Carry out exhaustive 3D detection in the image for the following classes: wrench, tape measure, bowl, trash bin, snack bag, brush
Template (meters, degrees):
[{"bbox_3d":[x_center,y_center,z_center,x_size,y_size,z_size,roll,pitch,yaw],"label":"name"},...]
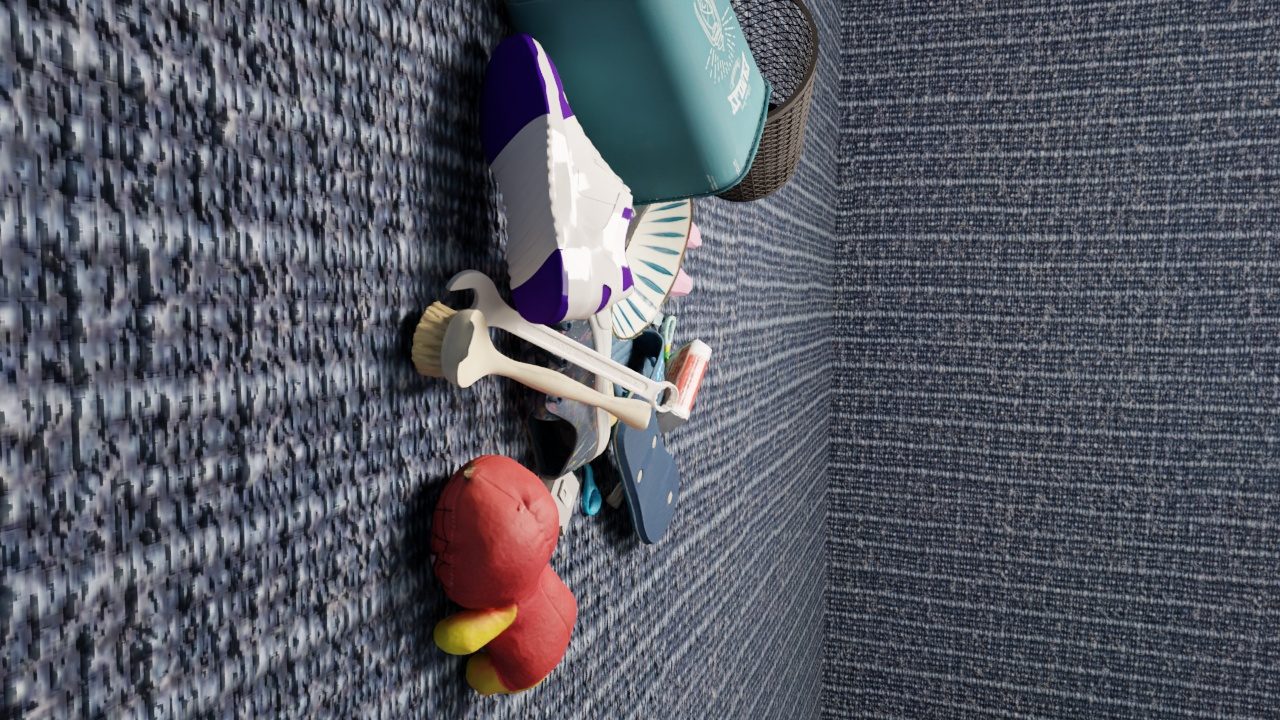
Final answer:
[{"bbox_3d":[-0.059,-0.008,0.808,0.273,0.009,0.047,28,93,-40],"label":"wrench"},{"bbox_3d":[-0.084,0.138,0.928,0.062,0.020,0.060,67,31,-50],"label":"tape measure"},{"bbox_3d":[-0.014,-0.115,0.975,0.176,0.071,0.178,-53,158,-33],"label":"bowl"},{"bbox_3d":[0.129,-0.339,1.225,0.243,0.217,0.216,56,40,-70],"label":"trash bin"},{"bbox_3d":[0.049,0.035,1.202,0.077,0.036,0.115,-36,-153,57],"label":"snack bag"},{"bbox_3d":[-0.079,0.016,0.767,0.272,0.077,0.062,25,88,-48],"label":"brush"},{"bbox_3d":[-0.005,-0.293,0.869,0.219,0.199,0.196,61,35,-44],"label":"trash bin"}]

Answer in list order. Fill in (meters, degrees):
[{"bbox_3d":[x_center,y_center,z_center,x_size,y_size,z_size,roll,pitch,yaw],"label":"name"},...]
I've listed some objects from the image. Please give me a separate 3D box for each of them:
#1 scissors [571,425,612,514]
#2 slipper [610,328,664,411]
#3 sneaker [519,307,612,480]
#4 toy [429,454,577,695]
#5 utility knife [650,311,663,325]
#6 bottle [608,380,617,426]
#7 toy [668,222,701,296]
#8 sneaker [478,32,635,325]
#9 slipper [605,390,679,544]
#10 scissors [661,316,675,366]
[{"bbox_3d":[-0.056,0.106,1.020,0.133,0.014,0.127,-54,138,-51],"label":"scissors"},{"bbox_3d":[-0.006,0.006,1.080,0.214,0.059,0.103,51,47,-60],"label":"slipper"},{"bbox_3d":[-0.076,0.010,0.849,0.079,0.087,0.236,-52,143,-51],"label":"sneaker"},{"bbox_3d":[-0.109,0.172,0.754,0.147,0.099,0.217,-75,163,-53],"label":"toy"},{"bbox_3d":[-0.002,-0.066,1.145,0.203,0.020,0.028,20,76,-71],"label":"utility knife"},{"bbox_3d":[-0.060,-0.008,0.925,0.056,0.057,0.162,-53,141,-58],"label":"bottle"},{"bbox_3d":[0.007,-0.142,1.071,0.157,0.067,0.123,23,77,-51],"label":"toy"},{"bbox_3d":[-0.057,-0.150,0.763,0.111,0.092,0.244,-4,82,-43],"label":"sneaker"},{"bbox_3d":[-0.008,0.131,1.089,0.295,0.060,0.118,74,29,-53],"label":"slipper"},{"bbox_3d":[0.034,-0.003,1.262,0.125,0.011,0.131,37,60,-66],"label":"scissors"}]
